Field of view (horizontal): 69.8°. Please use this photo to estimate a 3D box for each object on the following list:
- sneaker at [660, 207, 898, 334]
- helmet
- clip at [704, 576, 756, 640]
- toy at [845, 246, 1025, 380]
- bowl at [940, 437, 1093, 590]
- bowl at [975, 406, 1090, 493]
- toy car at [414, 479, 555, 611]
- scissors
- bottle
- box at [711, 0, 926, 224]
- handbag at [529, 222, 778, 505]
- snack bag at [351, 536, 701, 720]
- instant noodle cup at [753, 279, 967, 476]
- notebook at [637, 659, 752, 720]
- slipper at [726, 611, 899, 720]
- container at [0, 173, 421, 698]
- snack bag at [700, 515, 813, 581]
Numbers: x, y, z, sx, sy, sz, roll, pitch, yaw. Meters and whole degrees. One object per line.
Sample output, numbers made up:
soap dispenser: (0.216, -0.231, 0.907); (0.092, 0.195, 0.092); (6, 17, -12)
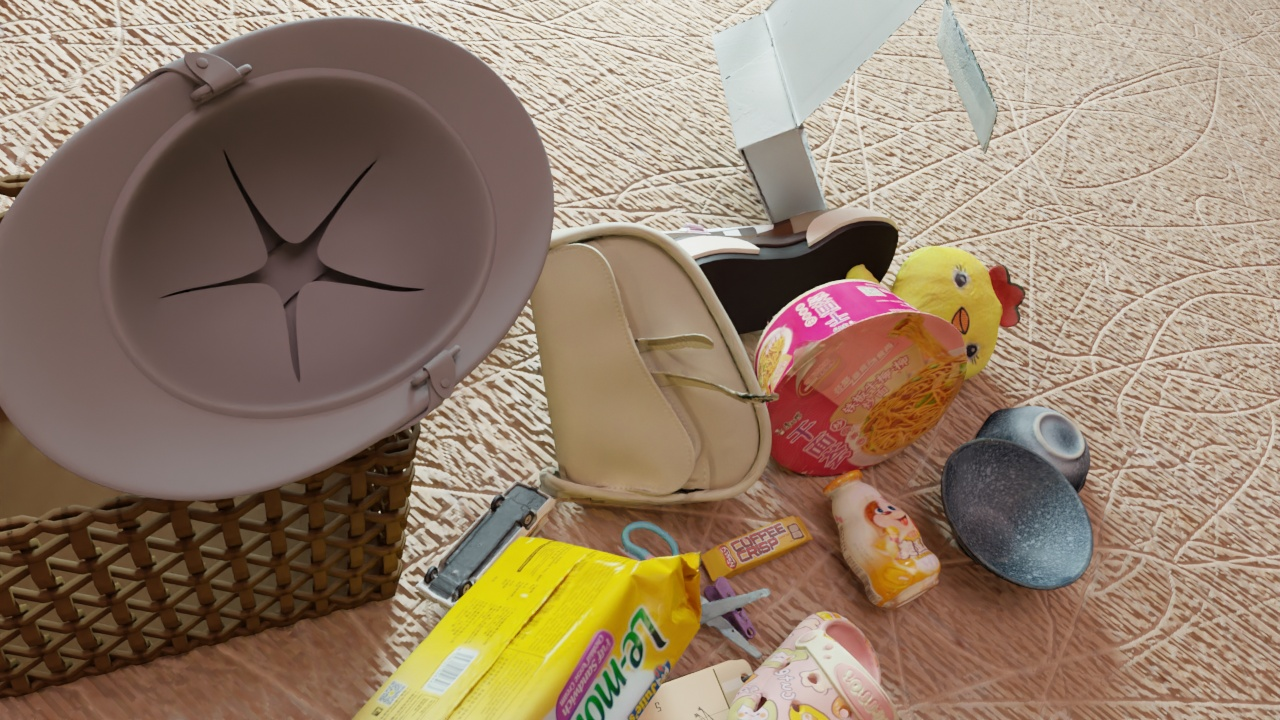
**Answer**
sneaker: (0.106, -0.097, 0.866); (0.293, 0.112, 0.116); (-16, 42, -26)
helmet: (-0.173, -0.047, 0.452); (0.270, 0.118, 0.183); (-43, 107, -30)
clip: (0.068, 0.187, 0.688); (0.013, 0.032, 0.051); (-25, 68, -30)
toy: (0.257, -0.036, 0.866); (0.207, 0.092, 0.134); (-15, 98, -19)
bowl: (0.304, 0.138, 0.776); (0.137, 0.057, 0.136); (8, 54, -12)
bowl: (0.368, 0.081, 0.839); (0.110, 0.055, 0.110); (8, 53, -11)
toy car: (-0.108, 0.136, 0.660); (0.039, 0.039, 0.112); (20, 50, 27)
scissors: (0.024, 0.185, 0.666); (0.135, 0.015, 0.129); (38, 71, 11)
bottle: (0.189, 0.141, 0.734); (0.063, 0.063, 0.108); (-16, 63, -27)
box: (0.175, -0.271, 0.846); (0.164, 0.331, 0.166); (11, 53, -27)
handbag: (-0.004, 0.004, 0.682); (0.184, 0.132, 0.229); (-12, 92, -6)
snack bag: (-0.081, 0.197, 0.551); (0.246, 0.160, 0.068); (-47, 117, -36)
instant noodle cup: (0.172, 0.008, 0.767); (0.178, 0.179, 0.077); (-3, 41, -20)
notebook: (0.053, 0.308, 0.565); (0.167, 0.024, 0.225); (-3, 60, -37)
slipper: (0.127, 0.225, 0.610); (0.093, 0.082, 0.196); (51, 32, 4)
container: (-0.289, 0.039, 0.558); (0.251, 0.215, 0.219); (-10, 60, -24)
snack bag: (0.094, 0.147, 0.727); (0.099, 0.020, 0.026); (-15, 60, -26)
